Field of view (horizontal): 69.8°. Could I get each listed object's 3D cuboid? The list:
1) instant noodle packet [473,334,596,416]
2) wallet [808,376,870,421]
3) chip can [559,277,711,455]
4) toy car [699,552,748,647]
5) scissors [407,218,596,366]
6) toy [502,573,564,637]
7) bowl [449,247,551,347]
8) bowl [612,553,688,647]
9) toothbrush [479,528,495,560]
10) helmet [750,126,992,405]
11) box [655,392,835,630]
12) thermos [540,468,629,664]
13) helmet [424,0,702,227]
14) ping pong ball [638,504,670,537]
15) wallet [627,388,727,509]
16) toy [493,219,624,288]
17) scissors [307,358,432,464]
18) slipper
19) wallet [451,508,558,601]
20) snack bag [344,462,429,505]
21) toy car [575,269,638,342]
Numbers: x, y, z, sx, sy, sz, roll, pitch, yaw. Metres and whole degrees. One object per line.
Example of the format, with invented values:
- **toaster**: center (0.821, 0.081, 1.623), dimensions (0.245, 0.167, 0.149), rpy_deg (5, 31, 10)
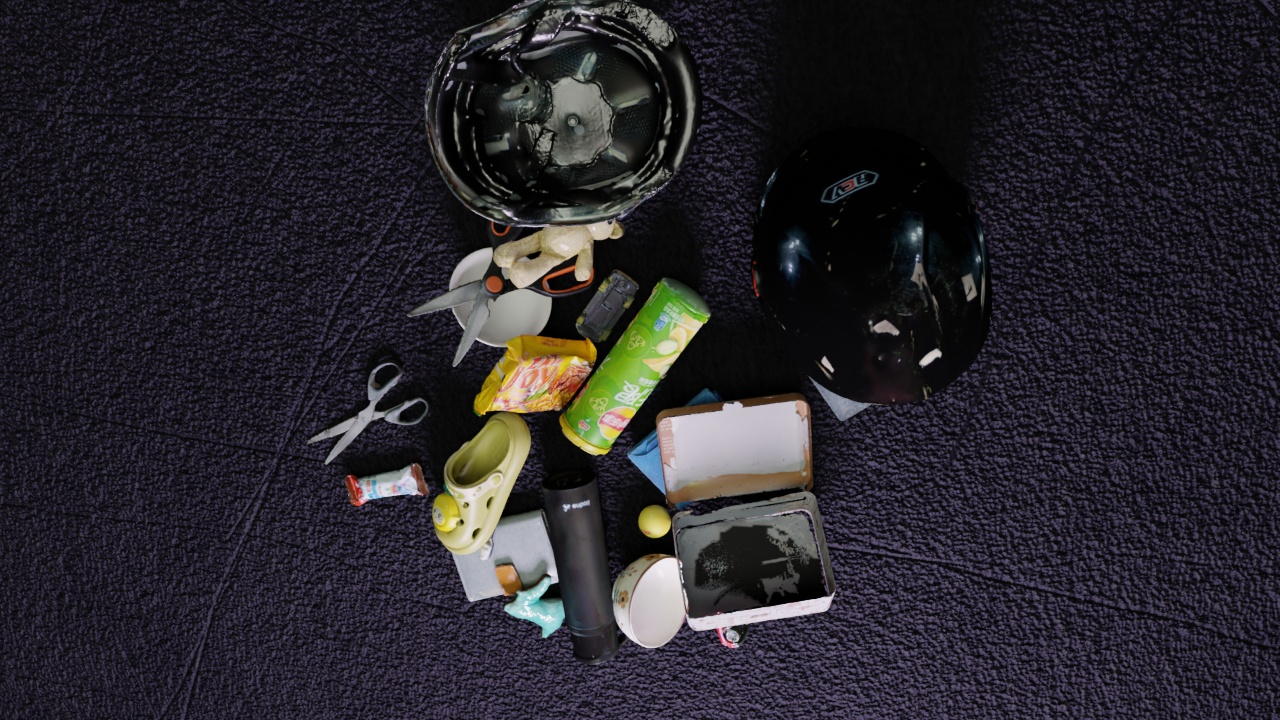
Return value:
- **instant noodle packet**: center (-0.119, 0.019, 1.050), dimensions (0.044, 0.128, 0.111), rpy_deg (53, 124, 30)
- **wallet**: center (0.257, 0.002, 1.070), dimensions (0.121, 0.019, 0.097), rpy_deg (-34, 98, 14)
- **chip can**: center (-0.006, 0.006, 1.066), dimensions (0.072, 0.072, 0.221), rpy_deg (35, 105, -5)
- **toy car**: center (0.103, 0.300, 1.149), dimensions (0.045, 0.052, 0.120), rpy_deg (-13, 98, 31)
- **scissors**: center (-0.153, -0.101, 1.025), dimensions (0.220, 0.022, 0.224), rpy_deg (-3, 81, -23)
- **toy**: center (-0.128, 0.313, 1.171), dimensions (0.092, 0.030, 0.097), rpy_deg (26, 111, -32)
- **bowl**: center (-0.168, -0.064, 1.058), dimensions (0.118, 0.065, 0.118), rpy_deg (7, 72, -21)
- **bowl**: center (0.006, 0.292, 1.139), dimensions (0.062, 0.113, 0.113), rpy_deg (8, 111, 44)
- **toothbrush**: center (-0.172, 0.162, 1.138), dimensions (0.016, 0.018, 0.181), rpy_deg (16, 93, 11)
- **helmet**: center (0.235, -0.090, 0.933), dimensions (0.234, 0.229, 0.275), rpy_deg (-23, 125, 10)
- **box**: center (0.122, 0.176, 1.074), dimensions (0.179, 0.130, 0.272), rpy_deg (-9, 90, 1)
- **thermos**: center (-0.063, 0.255, 1.152), dimensions (0.089, 0.068, 0.243), rpy_deg (-16, 108, -24)
- **helmet**: center (-0.080, -0.252, 0.959), dimensions (0.274, 0.157, 0.230), rpy_deg (-17, 101, -1)
- **ping pong ball**: center (0.017, 0.199, 1.134), dimensions (0.040, 0.040, 0.040), rpy_deg (1, 106, 5)
- **wallet**: center (0.065, 0.107, 1.107), dimensions (0.133, 0.040, 0.106), rpy_deg (-40, 103, 14)
- **toy**: center (-0.090, -0.134, 1.008), dimensions (0.156, 0.066, 0.105), rpy_deg (-35, 82, -29)
- **scissors**: center (-0.342, 0.066, 1.148), dimensions (0.163, 0.014, 0.166), rpy_deg (9, 108, 6)
- **slipper**: center (-0.206, 0.143, 1.109), dimensions (0.091, 0.081, 0.191), rpy_deg (38, 103, 41)
- **wallet**: center (-0.173, 0.251, 1.169), dimensions (0.130, 0.037, 0.106), rpy_deg (-13, 103, 9)
- **snack bag**: center (-0.322, 0.158, 1.162), dimensions (0.105, 0.026, 0.045), rpy_deg (-11, 101, 6)
- **toy car**: center (-0.039, -0.062, 1.070), dimensions (0.042, 0.035, 0.091), rpy_deg (35, 111, -3)
